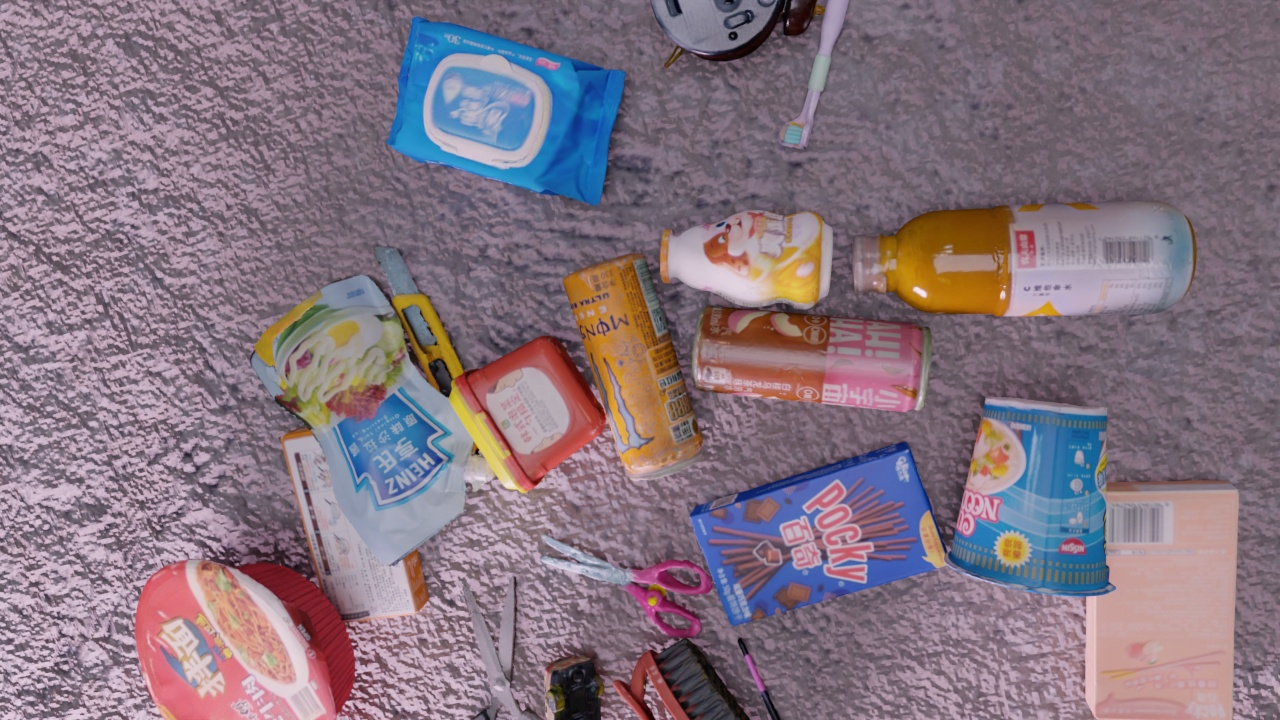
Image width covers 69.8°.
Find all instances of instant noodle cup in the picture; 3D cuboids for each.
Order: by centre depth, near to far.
[{"bbox_3d":[0.246,0.079,0.572,0.099,0.099,0.110,5,92,10],"label":"instant noodle cup"},{"bbox_3d":[-0.286,0.225,0.692,0.194,0.065,0.194,7,108,23],"label":"instant noodle cup"}]

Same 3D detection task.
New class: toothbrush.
[{"bbox_3d":[0.122,-0.228,0.577,0.021,0.029,0.189,8,102,-32],"label":"toothbrush"},{"bbox_3d":[0.113,0.285,0.667,0.018,0.014,0.189,-24,94,3],"label":"toothbrush"}]

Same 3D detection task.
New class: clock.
[{"bbox_3d":[0.062,-0.232,0.569,0.122,0.055,0.082,-18,95,12],"label":"clock"}]

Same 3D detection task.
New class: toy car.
[{"bbox_3d":[-0.051,0.265,0.680,0.042,0.035,0.090,-8,100,-31],"label":"toy car"}]

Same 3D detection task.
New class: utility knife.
[{"bbox_3d":[-0.149,0.002,0.668,0.033,0.015,0.193,-25,94,11],"label":"utility knife"}]

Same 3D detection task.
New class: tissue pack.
[{"bbox_3d":[-0.091,-0.165,0.610,0.157,0.052,0.095,18,102,7],"label":"tissue pack"}]

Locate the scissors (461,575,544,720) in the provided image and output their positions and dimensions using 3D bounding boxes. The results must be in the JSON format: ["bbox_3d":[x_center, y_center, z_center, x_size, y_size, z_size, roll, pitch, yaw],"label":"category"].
[{"bbox_3d":[-0.107,0.256,0.704,0.159,0.014,0.171,40,103,3],"label":"scissors"}]

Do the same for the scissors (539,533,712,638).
[{"bbox_3d":[-0.012,0.149,0.661,0.137,0.017,0.077,26,121,8],"label":"scissors"}]

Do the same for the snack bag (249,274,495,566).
[{"bbox_3d":[-0.188,0.039,0.649,0.110,0.039,0.191,-35,79,-9],"label":"snack bag"}]

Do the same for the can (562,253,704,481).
[{"bbox_3d":[-0.004,0.004,0.619,0.058,0.058,0.146,-17,96,13],"label":"can"}]

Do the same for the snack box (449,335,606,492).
[{"bbox_3d":[-0.074,0.033,0.628,0.080,0.082,0.091,-32,92,4],"label":"snack box"}]

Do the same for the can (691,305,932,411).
[{"bbox_3d":[0.109,-0.002,0.597,0.147,0.057,0.058,5,100,10],"label":"can"}]

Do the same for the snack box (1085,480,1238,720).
[{"bbox_3d":[0.337,0.156,0.596,0.084,0.026,0.157,-2,99,11],"label":"snack box"}]

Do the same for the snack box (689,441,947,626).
[{"bbox_3d":[0.121,0.120,0.631,0.157,0.026,0.084,-20,95,13],"label":"snack box"}]

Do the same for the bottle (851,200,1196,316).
[{"bbox_3d":[0.226,-0.061,0.559,0.190,0.068,0.068,0,99,11],"label":"bottle"}]

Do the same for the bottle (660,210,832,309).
[{"bbox_3d":[0.068,-0.065,0.591,0.108,0.063,0.063,3,100,10],"label":"bottle"}]

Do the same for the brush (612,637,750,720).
[{"bbox_3d":[0.043,0.269,0.652,0.069,0.063,0.146,-36,90,1],"label":"brush"}]

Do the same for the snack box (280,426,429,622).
[{"bbox_3d":[-0.215,0.121,0.695,0.075,0.026,0.154,-10,98,12],"label":"snack box"}]
